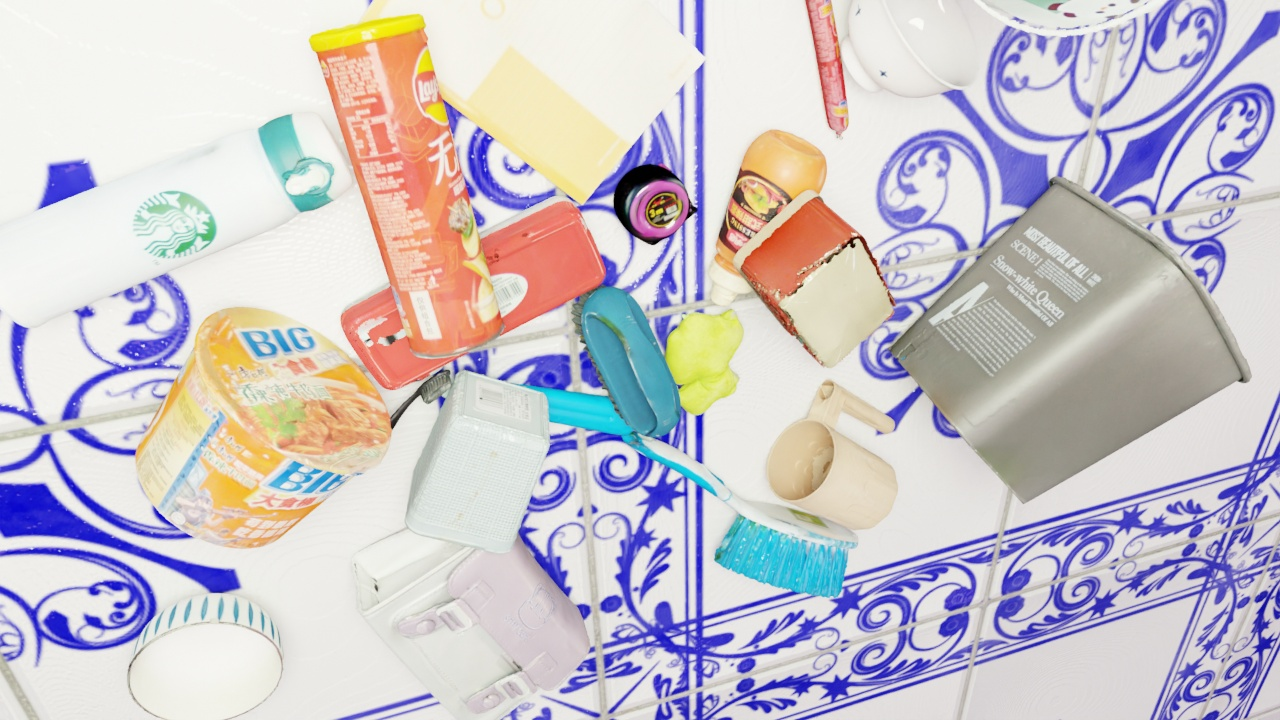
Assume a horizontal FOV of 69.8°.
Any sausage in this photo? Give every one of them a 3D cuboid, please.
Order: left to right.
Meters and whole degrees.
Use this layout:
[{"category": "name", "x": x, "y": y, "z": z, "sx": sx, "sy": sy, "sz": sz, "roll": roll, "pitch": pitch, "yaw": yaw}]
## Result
[{"category": "sausage", "x": 0.143, "y": -0.241, "z": 0.705, "sx": 0.020, "sy": 0.020, "sz": 0.156, "roll": -25, "pitch": 125, "yaw": -6}]

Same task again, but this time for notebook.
[{"category": "notebook", "x": -0.070, "y": -0.221, "z": 0.639, "sx": 0.206, "sy": 0.010, "sz": 0.146, "roll": 34, "pitch": 104, "yaw": -33}]

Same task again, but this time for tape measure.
[{"category": "tape measure", "x": 0.008, "y": -0.123, "z": 0.712, "sx": 0.057, "sy": 0.039, "sz": 0.058, "roll": -40, "pitch": 130, "yaw": 5}]

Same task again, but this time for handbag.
[{"category": "handbag", "x": -0.146, "y": 0.230, "z": 0.832, "sx": 0.145, "sy": 0.098, "sz": 0.197, "roll": -32, "pitch": 126, "yaw": -7}]

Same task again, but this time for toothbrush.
[{"category": "toothbrush", "x": -0.219, "y": 0.068, "z": 0.738, "sx": 0.190, "sy": 0.016, "sz": 0.014, "roll": -39, "pitch": 154, "yaw": 14}]

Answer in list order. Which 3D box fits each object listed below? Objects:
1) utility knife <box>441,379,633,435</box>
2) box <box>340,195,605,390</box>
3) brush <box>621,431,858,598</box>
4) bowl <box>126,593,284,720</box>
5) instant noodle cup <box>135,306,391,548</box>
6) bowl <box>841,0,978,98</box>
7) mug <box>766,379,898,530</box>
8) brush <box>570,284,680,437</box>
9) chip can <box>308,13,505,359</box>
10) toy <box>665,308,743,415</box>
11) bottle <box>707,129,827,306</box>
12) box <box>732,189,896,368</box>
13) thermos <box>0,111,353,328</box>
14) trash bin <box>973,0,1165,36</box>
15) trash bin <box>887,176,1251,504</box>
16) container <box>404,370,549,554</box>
[{"category": "utility knife", "x": -0.084, "y": 0.036, "z": 0.784, "sx": 0.185, "sy": 0.018, "sz": 0.034, "roll": 11, "pitch": 108, "yaw": -24}, {"category": "box", "x": -0.126, "y": -0.050, "z": 0.708, "sx": 0.201, "sy": 0.047, "sz": 0.087, "roll": -28, "pitch": 126, "yaw": -4}, {"category": "brush", "x": 0.096, "y": 0.156, "z": 0.907, "sx": 0.314, "sy": 0.060, "sz": 0.109, "roll": 19, "pitch": 105, "yaw": -27}, {"category": "bowl", "x": -0.361, "y": 0.239, "z": 0.768, "sx": 0.116, "sy": 0.066, "sz": 0.117, "roll": -10, "pitch": 123, "yaw": -15}, {"category": "instant noodle cup", "x": -0.271, "y": 0.054, "z": 0.650, "sx": 0.151, "sy": 0.151, "sz": 0.112, "roll": 34, "pitch": 112, "yaw": -33}, {"category": "bowl", "x": 0.191, "y": -0.240, "z": 0.688, "sx": 0.118, "sy": 0.118, "sz": 0.065, "roll": 25, "pitch": 147, "yaw": -31}, {"category": "mug", "x": 0.195, "y": 0.095, "z": 0.897, "sx": 0.103, "sy": 0.084, "sz": 0.124, "roll": 28, "pitch": 80, "yaw": -33}, {"category": "brush", "x": -0.005, "y": 0.004, "z": 0.754, "sx": 0.055, "sy": 0.073, "sz": 0.144, "roll": -33, "pitch": 117, "yaw": -15}, {"category": "chip can", "x": -0.148, "y": -0.111, "z": 0.605, "sx": 0.073, "sy": 0.073, "sz": 0.217, "roll": -17, "pitch": 114, "yaw": -11}, {"category": "toy", "x": 0.054, "y": 0.002, "z": 0.808, "sx": 0.097, "sy": 0.031, "sz": 0.100, "roll": -33, "pitch": 126, "yaw": 2}, {"category": "bottle", "x": 0.094, "y": -0.109, "z": 0.743, "sx": 0.066, "sy": 0.066, "sz": 0.150, "roll": 10, "pitch": 122, "yaw": -26}, {"category": "box", "x": 0.149, "y": -0.054, "z": 0.745, "sx": 0.091, "sy": 0.077, "sz": 0.168, "roll": -43, "pitch": 150, "yaw": 6}, {"category": "thermos", "x": -0.298, "y": -0.094, "z": 0.590, "sx": 0.224, "sy": 0.073, "sz": 0.073, "roll": -24, "pitch": 125, "yaw": -6}, {"category": "trash bin", "x": 0.188, "y": -0.329, "z": 0.528, "sx": 0.229, "sy": 0.251, "sz": 0.230, "roll": -10, "pitch": 122, "yaw": -16}, {"category": "trash bin", "x": 0.372, "y": -0.010, "z": 0.835, "sx": 0.220, "sy": 0.198, "sz": 0.198, "roll": -40, "pitch": 124, "yaw": 13}, {"category": "container", "x": -0.126, "y": 0.078, "z": 0.736, "sx": 0.090, "sy": 0.090, "sz": 0.112, "roll": 18, "pitch": 116, "yaw": -17}]
